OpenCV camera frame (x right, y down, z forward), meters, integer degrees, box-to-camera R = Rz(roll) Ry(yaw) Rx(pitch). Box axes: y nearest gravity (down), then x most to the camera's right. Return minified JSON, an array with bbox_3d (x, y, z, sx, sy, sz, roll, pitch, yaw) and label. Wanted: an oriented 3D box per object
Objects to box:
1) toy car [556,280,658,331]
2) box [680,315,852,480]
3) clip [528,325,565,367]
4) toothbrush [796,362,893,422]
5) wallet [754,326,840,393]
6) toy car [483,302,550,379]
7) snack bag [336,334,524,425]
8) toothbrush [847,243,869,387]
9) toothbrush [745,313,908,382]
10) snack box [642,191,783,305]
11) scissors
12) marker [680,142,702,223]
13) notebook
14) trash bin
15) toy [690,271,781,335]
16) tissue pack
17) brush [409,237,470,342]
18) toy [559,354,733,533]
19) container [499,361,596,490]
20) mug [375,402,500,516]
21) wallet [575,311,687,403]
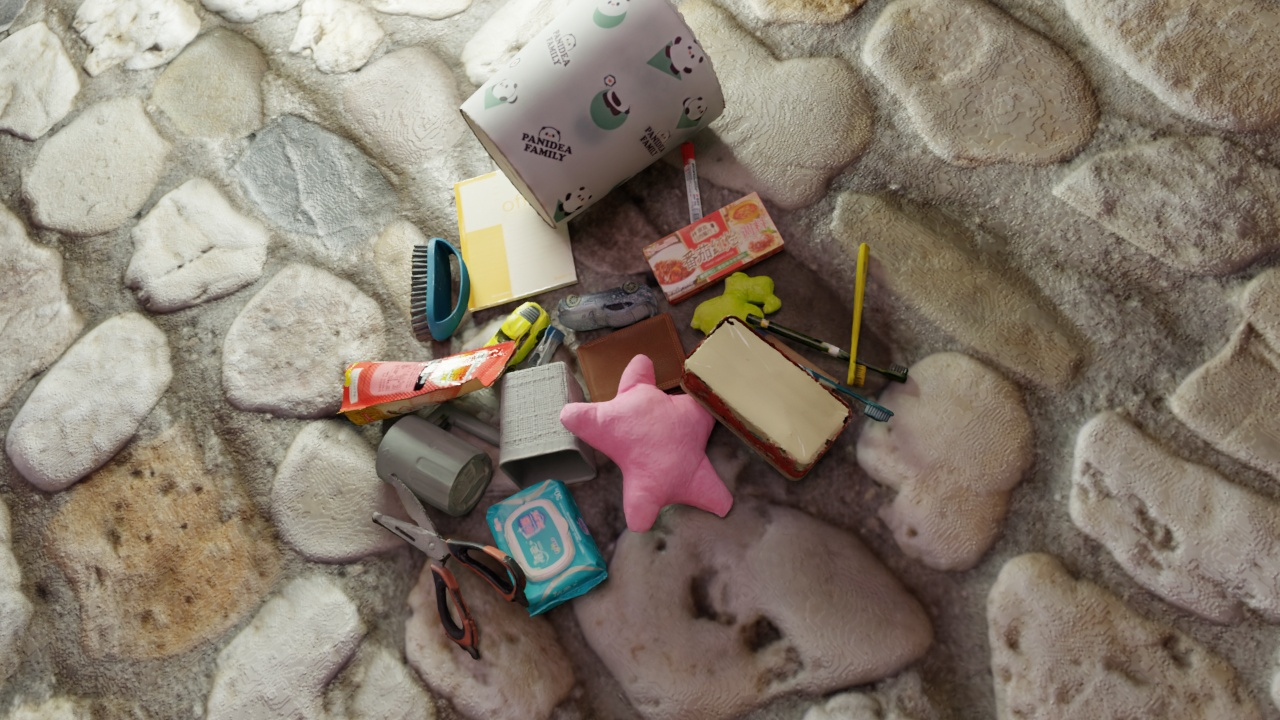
[{"bbox_3d":[-0.039,-0.059,1.081,0.121,0.054,0.036,-10,61,11],"label":"toy car"},{"bbox_3d":[0.125,0.037,0.938,0.168,0.078,0.091,40,75,15],"label":"box"},{"bbox_3d":[-0.112,-0.013,1.096,0.036,0.025,0.057,27,79,31],"label":"clip"},{"bbox_3d":[0.180,0.018,0.979,0.192,0.016,0.018,28,82,19],"label":"toothbrush"},{"bbox_3d":[0.147,0.026,1.006,0.115,0.033,0.090,37,78,23],"label":"wallet"},{"bbox_3d":[-0.155,-0.026,1.108,0.048,0.032,0.105,35,80,25],"label":"toy car"},{"bbox_3d":[-0.243,0.020,1.061,0.208,0.073,0.128,-11,20,22],"label":"snack bag"},{"bbox_3d":[0.243,-0.052,1.011,0.016,0.016,0.189,11,58,2],"label":"toothbrush"},{"bbox_3d":[0.203,-0.017,1.006,0.186,0.012,0.017,22,65,13],"label":"toothbrush"},{"bbox_3d":[0.086,-0.133,1.089,0.153,0.025,0.075,-27,77,2],"label":"snack box"},{"bbox_3d":[-0.205,0.213,0.974,0.189,0.015,0.226,-19,86,31],"label":"scissors"},{"bbox_3d":[0.066,-0.211,1.147,0.017,0.017,0.145,-10,63,10],"label":"marker"},{"bbox_3d":[-0.165,-0.168,1.190,0.146,0.010,0.206,-15,62,6],"label":"notebook"},{"bbox_3d":[-0.065,-0.309,1.111,0.252,0.229,0.229,-39,62,-3],"label":"trash bin"},{"bbox_3d":[0.111,-0.058,1.054,0.097,0.031,0.100,10,68,17],"label":"toy"},{"bbox_3d":[-0.099,0.198,0.977,0.093,0.050,0.133,-30,62,-1],"label":"tissue pack"},{"bbox_3d":[-0.249,-0.091,1.150,0.073,0.055,0.143,-10,63,11],"label":"brush"},{"bbox_3d":[0.028,0.089,0.975,0.178,0.075,0.194,-32,81,-28],"label":"toy"},{"bbox_3d":[-0.105,0.072,1.019,0.090,0.090,0.114,-12,60,8],"label":"container"},{"bbox_3d":[-0.220,0.107,1.043,0.103,0.084,0.123,23,48,22],"label":"mug"},{"bbox_3d":[-0.006,0.006,1.056,0.124,0.032,0.101,-20,59,4],"label":"wallet"}]
